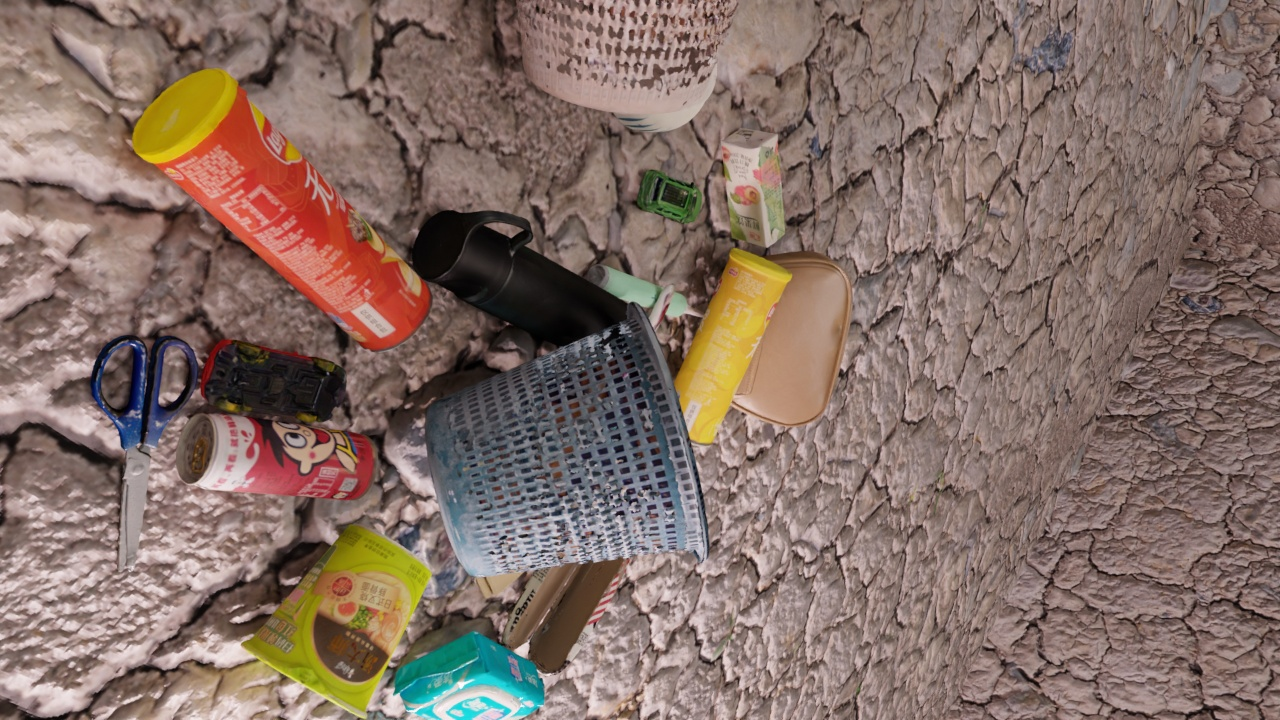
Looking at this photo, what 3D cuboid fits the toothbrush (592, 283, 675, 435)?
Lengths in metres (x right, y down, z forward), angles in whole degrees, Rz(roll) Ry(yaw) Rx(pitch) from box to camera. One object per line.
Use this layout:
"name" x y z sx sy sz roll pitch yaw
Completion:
"toothbrush" -0.006 0.006 0.949 0.016 0.017 0.188 14 106 -52

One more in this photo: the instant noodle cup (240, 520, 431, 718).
"instant noodle cup" -0.232 0.199 0.730 0.123 0.112 0.112 -60 142 -24

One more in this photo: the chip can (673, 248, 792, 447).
"chip can" 0.090 -0.013 1.006 0.072 0.072 0.213 5 113 -51

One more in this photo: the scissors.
"scissors" -0.342 0.065 0.603 0.108 0.012 0.174 35 80 -53

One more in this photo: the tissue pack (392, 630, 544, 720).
"tissue pack" -0.160 0.309 0.871 0.093 0.050 0.133 -28 138 10

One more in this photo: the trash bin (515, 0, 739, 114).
"trash bin" -0.007 -0.302 0.692 0.226 0.227 0.192 -27 138 -41

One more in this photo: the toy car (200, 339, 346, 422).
"toy car" -0.261 0.016 0.660 0.106 0.031 0.049 16 94 -51

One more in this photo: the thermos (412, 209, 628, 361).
"thermos" -0.080 -0.060 0.798 0.242 0.090 0.068 27 43 -53

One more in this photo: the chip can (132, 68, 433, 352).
"chip can" -0.228 -0.091 0.617 0.073 0.073 0.216 -56 140 -16

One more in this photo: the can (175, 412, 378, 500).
"can" -0.261 0.071 0.668 0.132 0.053 0.053 18 93 -52

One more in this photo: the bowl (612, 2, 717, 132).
"bowl" 0.028 -0.267 0.847 0.116 0.066 0.117 -24 124 -42

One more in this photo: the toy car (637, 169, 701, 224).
"toy car" 0.033 -0.164 0.928 0.091 0.036 0.043 5 101 -55

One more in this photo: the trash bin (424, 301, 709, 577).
"trash bin" -0.067 0.082 0.767 0.195 0.226 0.227 -14 124 -6

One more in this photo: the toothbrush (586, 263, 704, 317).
"toothbrush" 0.022 -0.064 0.968 0.224 0.026 0.027 14 95 -52

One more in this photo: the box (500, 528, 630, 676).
"box" -0.085 0.237 0.951 0.088 0.076 0.162 38 78 -33

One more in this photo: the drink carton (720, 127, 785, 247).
"drink carton" 0.126 -0.191 1.011 0.045 0.053 0.123 -41 135 -32

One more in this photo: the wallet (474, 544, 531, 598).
"wallet" -0.137 0.171 0.889 0.087 0.024 0.115 -40 135 -30

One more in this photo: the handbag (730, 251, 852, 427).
"handbag" 0.165 -0.030 1.082 0.147 0.099 0.205 10 104 -6

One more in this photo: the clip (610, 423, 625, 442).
"clip" -0.023 0.063 0.984 0.055 0.014 0.039 -56 140 -18
